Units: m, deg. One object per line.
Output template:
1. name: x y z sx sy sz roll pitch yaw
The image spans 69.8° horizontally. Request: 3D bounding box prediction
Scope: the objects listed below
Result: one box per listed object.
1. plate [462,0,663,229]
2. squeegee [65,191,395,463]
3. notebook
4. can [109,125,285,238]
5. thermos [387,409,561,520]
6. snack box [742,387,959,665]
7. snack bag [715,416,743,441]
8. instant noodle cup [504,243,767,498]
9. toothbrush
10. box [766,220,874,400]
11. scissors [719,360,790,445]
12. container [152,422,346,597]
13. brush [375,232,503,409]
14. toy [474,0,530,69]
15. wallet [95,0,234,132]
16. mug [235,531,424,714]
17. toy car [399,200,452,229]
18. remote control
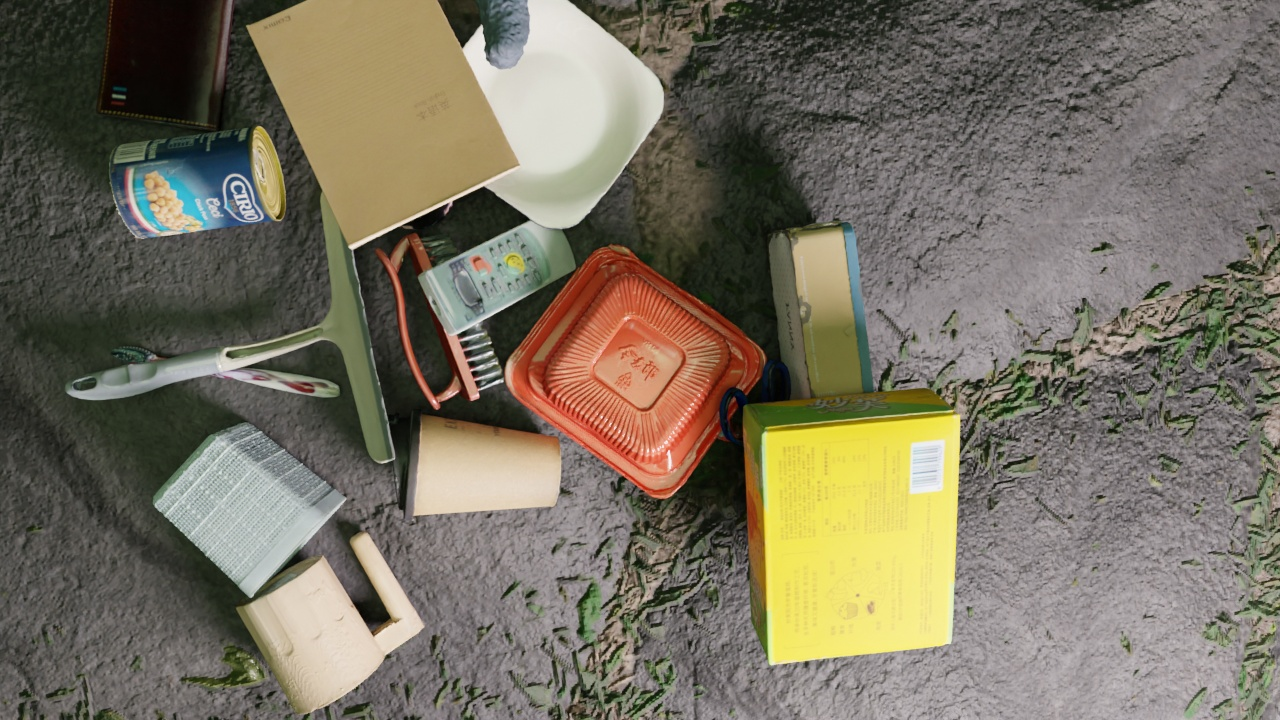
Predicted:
1. plate: -0.081 -0.209 0.771 0.163 0.034 0.164 38 91 -9
2. squeegee: -0.339 -0.004 0.751 0.246 0.039 0.246 -15 77 -3
3. notebook: -0.207 -0.212 0.736 0.149 0.012 0.211 -26 80 -3
4. can: -0.351 -0.141 0.730 0.111 0.075 0.075 -9 97 -5
5. thermos: -0.142 0.090 0.775 0.143 0.093 0.093 4 96 -14
6. snack box: 0.169 0.134 0.749 0.157 0.070 0.210 -5 107 -4
7. snack bag: 0.038 0.061 0.818 0.105 0.026 0.045 -12 99 -4
8. instant noodle cup: -0.005 0.005 0.771 0.189 0.079 0.164 35 85 3
9. toothbrush: -0.349 0.010 0.776 0.187 0.017 0.016 11 91 -6
10. box: 0.155 -0.026 0.790 0.059 0.090 0.184 -12 100 -5
11. scissors: 0.103 0.083 0.797 0.146 0.012 0.169 8 96 -45
12. container: -0.322 0.117 0.757 0.111 0.090 0.090 43 90 -6
13. brush: -0.170 -0.035 0.767 0.069 0.063 0.146 -21 97 -17
14. toy: -0.065 -0.389 0.697 0.138 0.092 0.355 34 71 -17
15. wallet: -0.384 -0.252 0.743 0.096 0.020 0.122 8 93 -7
16. mug: -0.264 0.220 0.785 0.124 0.084 0.103 -31 98 -26
17. toy car: -0.199 -0.167 0.761 0.056 0.037 0.122 -24 95 -1
18. remote control: -0.114 -0.074 0.757 0.134 0.019 0.056 -32 102 -34
